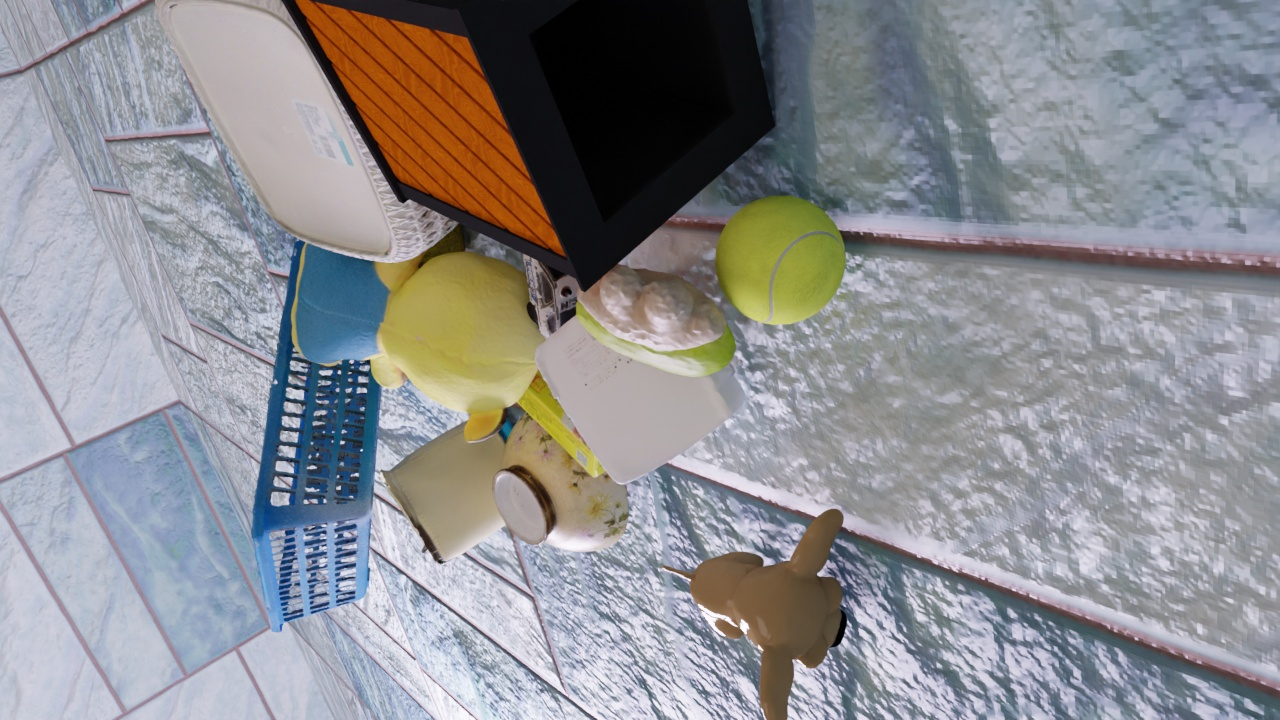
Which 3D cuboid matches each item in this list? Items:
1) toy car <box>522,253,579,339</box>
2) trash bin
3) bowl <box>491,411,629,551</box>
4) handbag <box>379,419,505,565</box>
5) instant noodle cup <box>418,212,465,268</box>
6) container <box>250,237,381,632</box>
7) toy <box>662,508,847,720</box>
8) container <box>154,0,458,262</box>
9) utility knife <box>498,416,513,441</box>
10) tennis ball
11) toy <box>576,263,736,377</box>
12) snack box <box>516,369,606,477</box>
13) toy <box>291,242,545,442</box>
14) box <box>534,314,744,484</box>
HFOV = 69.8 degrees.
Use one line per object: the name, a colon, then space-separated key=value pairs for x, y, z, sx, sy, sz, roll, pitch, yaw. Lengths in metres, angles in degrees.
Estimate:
toy car: x=-0.056 y=-0.065 z=0.645 sx=0.040 sy=0.048 sz=0.113 roll=29 pitch=137 yaw=42
trash bin: x=-0.056 y=-0.154 z=0.457 sx=0.172 sy=0.139 sz=0.140 roll=28 pitch=152 yaw=40
bowl: x=-0.082 y=0.114 z=0.796 sx=0.145 sy=0.063 sz=0.145 roll=26 pitch=130 yaw=35
handbag: x=-0.178 y=0.125 z=0.887 sx=0.111 sy=0.119 sz=0.081 roll=59 pitch=160 yaw=-5
instant noodle cup: x=-0.191 y=-0.085 z=0.781 sx=0.100 sy=0.100 sz=0.113 roll=33 pitch=131 yaw=37
container: x=-0.297 y=0.050 z=0.890 sx=0.258 sy=0.089 sz=0.361 roll=114 pitch=155 yaw=-53
toy: x=0.081 y=0.158 z=0.597 sx=0.105 sy=0.134 sz=0.108 roll=28 pitch=165 yaw=-34
container: x=-0.188 y=-0.184 z=0.601 sx=0.185 sy=0.142 sz=0.252 roll=14 pitch=142 yaw=22
utility knife: x=-0.121 y=0.073 z=0.875 sx=0.175 sy=0.015 sz=0.031 roll=52 pitch=144 yaw=10
tennis ball: x=0.071 y=-0.051 z=0.465 sx=0.065 sy=0.065 sz=0.065 roll=34 pitch=140 yaw=35
toy: x=0.006 y=-0.023 z=0.483 sx=0.092 sy=0.043 sz=0.118 roll=22 pitch=171 yaw=13
snack box: x=-0.069 y=0.032 z=0.748 sx=0.148 sy=0.040 sz=0.029 roll=41 pitch=143 yaw=28
toy: x=-0.172 y=-0.027 z=0.706 sx=0.214 sy=0.083 sz=0.149 roll=19 pitch=116 yaw=11
box: x=0.009 y=0.005 z=0.596 sx=0.103 sy=0.095 sz=0.107 roll=-35 pitch=87 yaw=20
